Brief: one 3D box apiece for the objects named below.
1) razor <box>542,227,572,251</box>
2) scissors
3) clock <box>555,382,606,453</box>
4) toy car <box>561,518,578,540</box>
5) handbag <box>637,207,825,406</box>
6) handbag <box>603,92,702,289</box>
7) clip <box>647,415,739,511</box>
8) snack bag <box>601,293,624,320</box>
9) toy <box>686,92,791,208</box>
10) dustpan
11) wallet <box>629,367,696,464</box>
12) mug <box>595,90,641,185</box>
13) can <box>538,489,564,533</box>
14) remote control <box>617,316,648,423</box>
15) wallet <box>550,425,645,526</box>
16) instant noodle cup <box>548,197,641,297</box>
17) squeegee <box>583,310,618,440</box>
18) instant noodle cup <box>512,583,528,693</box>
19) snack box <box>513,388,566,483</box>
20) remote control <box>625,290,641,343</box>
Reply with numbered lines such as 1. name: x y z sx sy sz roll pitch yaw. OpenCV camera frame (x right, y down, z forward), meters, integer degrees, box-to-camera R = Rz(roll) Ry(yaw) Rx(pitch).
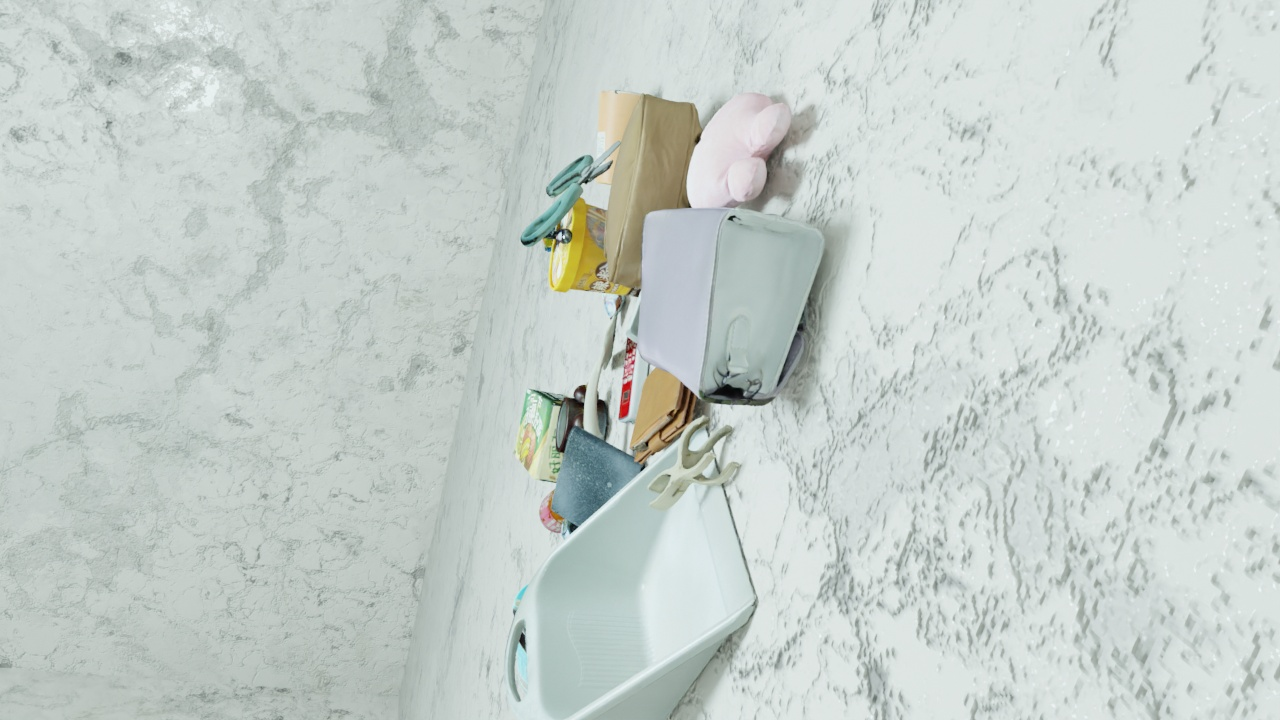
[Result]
1. razor: -0.104 -0.150 1.100 0.143 0.022 0.043 -150 68 -72
2. scissors: -0.080 -0.213 1.095 0.175 0.019 0.176 -42 23 23
3. clock: -0.077 0.081 1.218 0.122 0.055 0.081 115 159 -49
4. toy car: -0.061 0.221 1.084 0.120 0.054 0.037 -136 60 -70
5. handbag: 0.061 -0.049 0.751 0.197 0.098 0.145 -150 73 -72
6. handbag: 0.016 -0.178 1.000 0.148 0.099 0.204 -139 61 -80
7. clip: 0.045 0.101 0.789 0.104 0.035 0.089 -57 30 15
8. snack bag: -0.038 -0.090 1.247 0.105 0.026 0.045 -107 35 -54
9. toy: 0.087 -0.182 0.816 0.121 0.054 0.159 -67 17 8
10. dustpan: -0.029 0.212 0.827 0.222 0.142 0.258 -103 26 -53
11. wallet: 0.027 0.038 0.919 0.132 0.031 0.107 129 158 -59
12. mug: -0.026 -0.301 1.254 0.078 0.078 0.123 -143 61 -72
13. can: -0.090 0.186 1.196 0.148 0.058 0.057 133 144 -62
14. remote control: -0.006 0.006 1.089 0.056 0.020 0.136 151 127 -71
15. wallet: -0.051 0.146 1.049 0.019 0.097 0.121 -26 -42 -55
16. instant noodle cup: -0.045 -0.134 1.136 0.118 0.114 0.118 -170 91 -73
17. squeegee: -0.048 0.089 1.098 0.247 0.039 0.246 108 161 -79
18. instant noodle cup: -0.098 0.333 1.073 0.111 0.111 0.121 -104 20 -55
19. snack box: -0.138 0.112 1.396 0.240 0.063 0.114 -166 87 -75
20. remote control: 0.032 -0.072 0.892 0.135 0.056 0.019 -70 12 -19
